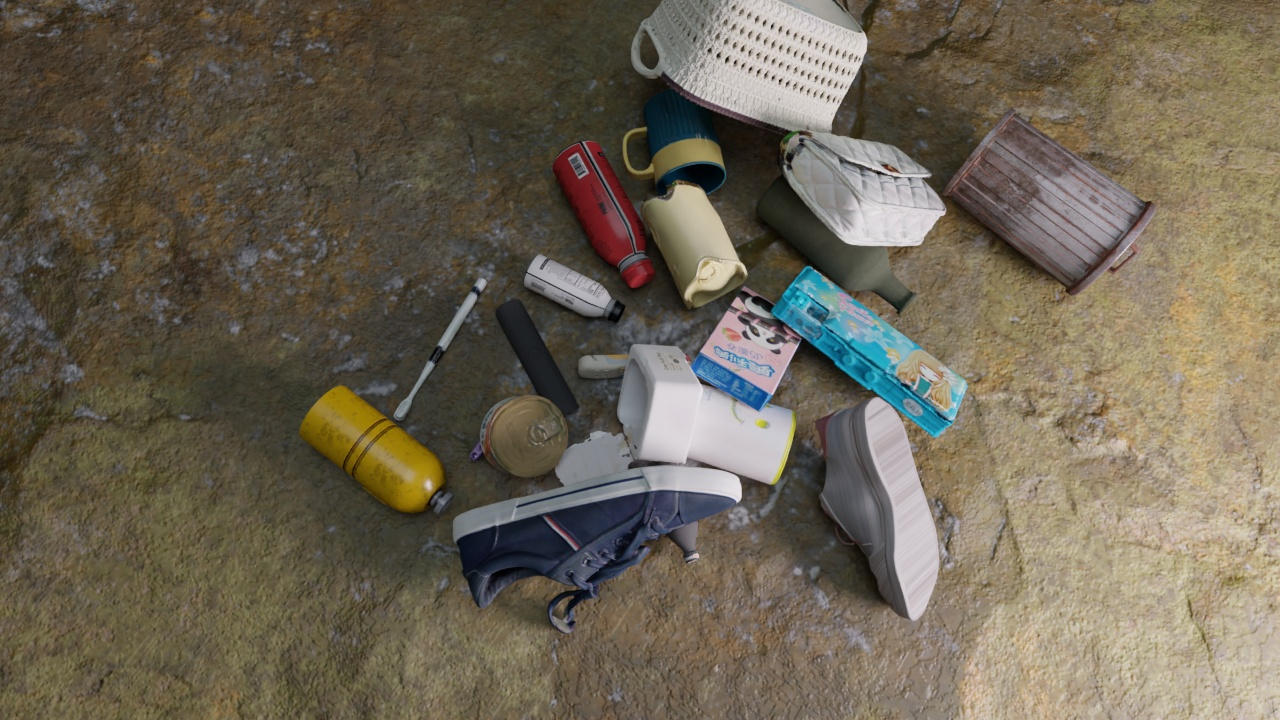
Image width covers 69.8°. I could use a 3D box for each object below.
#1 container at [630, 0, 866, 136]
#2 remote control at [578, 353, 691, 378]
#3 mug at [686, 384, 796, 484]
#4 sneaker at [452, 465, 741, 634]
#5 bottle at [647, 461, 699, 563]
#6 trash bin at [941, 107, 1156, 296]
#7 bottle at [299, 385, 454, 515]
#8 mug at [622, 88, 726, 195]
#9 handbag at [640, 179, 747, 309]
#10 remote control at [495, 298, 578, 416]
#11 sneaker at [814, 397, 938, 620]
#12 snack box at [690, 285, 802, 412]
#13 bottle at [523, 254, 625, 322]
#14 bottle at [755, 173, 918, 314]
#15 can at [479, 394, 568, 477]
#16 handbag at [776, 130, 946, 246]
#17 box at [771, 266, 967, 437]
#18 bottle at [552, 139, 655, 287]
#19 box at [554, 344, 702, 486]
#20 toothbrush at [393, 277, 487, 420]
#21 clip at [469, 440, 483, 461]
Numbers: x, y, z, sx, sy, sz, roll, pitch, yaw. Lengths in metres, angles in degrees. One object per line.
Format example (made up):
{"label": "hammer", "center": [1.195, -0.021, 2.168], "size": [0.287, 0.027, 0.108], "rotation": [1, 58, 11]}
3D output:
{"label": "container", "center": [0.131, -0.355, 1.035], "size": [0.251, 0.144, 0.184], "rotation": [10, 43, -28]}
{"label": "remote control", "center": [-0.006, 0.006, 1.013], "size": [0.125, 0.038, 0.018], "rotation": [-3, 71, -5]}
{"label": "mug", "center": [0.103, 0.078, 0.977], "size": [0.106, 0.083, 0.082], "rotation": [18, 72, 2]}
{"label": "sneaker", "center": [-0.037, 0.187, 0.904], "size": [0.295, 0.121, 0.127], "rotation": [-15, 67, 6]}
{"label": "bottle", "center": [0.037, 0.159, 0.970], "size": [0.036, 0.036, 0.110], "rotation": [-17, 75, -10]}
{"label": "trash bin", "center": [0.475, -0.179, 1.063], "size": [0.211, 0.131, 0.130], "rotation": [40, 74, 10]}
{"label": "bottle", "center": [-0.265, 0.102, 0.948], "size": [0.164, 0.071, 0.071], "rotation": [36, 73, 7]}
{"label": "mug", "center": [0.035, -0.252, 1.076], "size": [0.113, 0.083, 0.107], "rotation": [-10, 73, -1]}
{"label": "handbag", "center": [0.056, -0.132, 1.024], "size": [0.081, 0.111, 0.119], "rotation": [-28, 75, 9]}
{"label": "remote control", "center": [-0.115, -0.002, 1.019], "size": [0.033, 0.015, 0.146], "rotation": [-27, 77, -12]}
{"label": "sneaker", "center": [0.240, 0.158, 0.971], "size": [0.099, 0.090, 0.236], "rotation": [-16, 94, -44]}
{"label": "snack box", "center": [0.121, -0.016, 0.994], "size": [0.088, 0.033, 0.153], "rotation": [31, 40, 6]}
{"label": "bottle", "center": [-0.073, -0.077, 1.033], "size": [0.116, 0.041, 0.041], "rotation": [27, 72, 4]}
{"label": "bottle", "center": [0.230, -0.132, 1.059], "size": [0.207, 0.071, 0.071], "rotation": [43, 74, 9]}
{"label": "can", "center": [-0.123, 0.079, 0.964], "size": [0.086, 0.043, 0.086], "rotation": [2, 86, -25]}
{"label": "handbag", "center": [0.255, -0.199, 1.028], "size": [0.194, 0.073, 0.138], "rotation": [-7, 54, -46]}
{"label": "box", "center": [0.256, -0.014, 1.019], "size": [0.227, 0.040, 0.093], "rotation": [38, 40, 6]}
{"label": "bottle", "center": [-0.037, -0.165, 1.052], "size": [0.062, 0.062, 0.176], "rotation": [-25, 76, -12]}
{"label": "box", "center": [-0.006, 0.072, 0.960], "size": [0.101, 0.111, 0.189], "rotation": [26, 106, -23]}
{"label": "toothbrush", "center": [-0.220, -0.015, 1.014], "size": [0.012, 0.017, 0.186], "rotation": [33, 72, -15]}
{"label": "clip", "center": [-0.165, 0.086, 0.984], "size": [0.013, 0.033, 0.051], "rotation": [36, 74, 7]}
